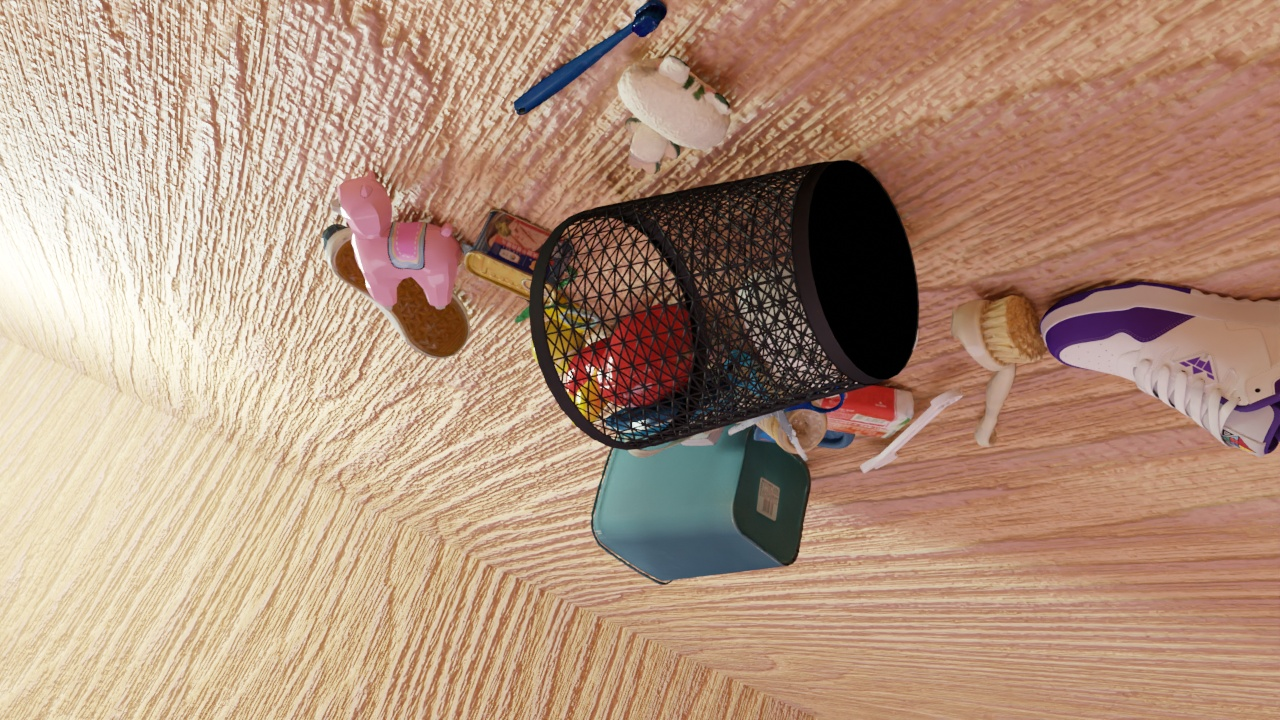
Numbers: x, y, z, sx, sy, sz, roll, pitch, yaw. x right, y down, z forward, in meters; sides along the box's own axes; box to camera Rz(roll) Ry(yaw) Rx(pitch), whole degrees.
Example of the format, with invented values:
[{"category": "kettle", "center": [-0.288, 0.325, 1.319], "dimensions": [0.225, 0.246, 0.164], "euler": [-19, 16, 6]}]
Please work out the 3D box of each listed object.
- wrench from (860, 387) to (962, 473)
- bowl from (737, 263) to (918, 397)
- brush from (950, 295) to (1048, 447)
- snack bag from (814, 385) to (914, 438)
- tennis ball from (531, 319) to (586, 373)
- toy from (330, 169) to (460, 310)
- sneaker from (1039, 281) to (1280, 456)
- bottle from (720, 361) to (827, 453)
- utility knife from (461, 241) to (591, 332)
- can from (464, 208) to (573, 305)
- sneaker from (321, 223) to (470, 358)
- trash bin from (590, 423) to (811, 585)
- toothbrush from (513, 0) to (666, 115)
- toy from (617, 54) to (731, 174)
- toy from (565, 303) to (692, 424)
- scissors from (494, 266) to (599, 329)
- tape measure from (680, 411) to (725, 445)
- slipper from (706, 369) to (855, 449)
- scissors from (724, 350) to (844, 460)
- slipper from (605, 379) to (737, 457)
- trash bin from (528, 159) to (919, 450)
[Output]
[{"category": "wrench", "center": [0.287, 0.080, 0.986], "dimensions": [0.047, 0.009, 0.274], "euler": [-22, 161, -10]}, {"category": "bowl", "center": [0.169, -0.012, 0.877], "dimensions": [0.177, 0.070, 0.177], "euler": [18, 155, 8]}, {"category": "brush", "center": [0.327, 0.022, 0.846], "dimensions": [0.077, 0.062, 0.272], "euler": [16, 160, 26]}, {"category": "snack bag", "center": [0.222, 0.050, 0.975], "dimensions": [0.116, 0.036, 0.077], "euler": [9, 157, -5]}, {"category": "tennis ball", "center": [-0.097, -0.017, 1.094], "dimensions": [0.065, 0.065, 0.065], "euler": [18, 156, 8]}, {"category": "toy", "center": [-0.261, -0.129, 0.992], "dimensions": [0.123, 0.067, 0.158], "euler": [-2, 133, 0]}, {"category": "sneaker", "center": [0.420, 0.014, 0.671], "dimensions": [0.245, 0.111, 0.092], "euler": [4, 151, 34]}, {"category": "bottle", "center": [0.131, 0.040, 0.961], "dimensions": [0.056, 0.056, 0.162], "euler": [36, -177, -28]}, {"category": "utility knife", "center": [-0.131, -0.084, 1.041], "dimensions": [0.174, 0.020, 0.029], "euler": [32, 134, -19]}, {"category": "can", "center": [-0.123, -0.105, 0.941], "dimensions": [0.100, 0.058, 0.054], "euler": [24, 156, -5]}, {"category": "sneaker", "center": [-0.296, -0.091, 1.121], "dimensions": [0.079, 0.087, 0.235], "euler": [43, 176, 43]}, {"category": "trash bin", "center": [0.089, 0.185, 1.227], "dimensions": [0.219, 0.196, 0.199], "euler": [-11, 141, 41]}, {"category": "toothbrush", "center": [-0.044, -0.221, 0.688], "dimensions": [0.016, 0.017, 0.190], "euler": [36, 152, -27]}, {"category": "toy", "center": [0.023, -0.183, 0.669], "dimensions": [0.087, 0.050, 0.112], "euler": [27, 159, -11]}, {"category": "toy", "center": [-0.006, 0.006, 1.005], "dimensions": [0.099, 0.147, 0.217], "euler": [55, 152, -4]}, {"category": "scissors", "center": [-0.100, -0.065, 1.030], "dimensions": [0.127, 0.011, 0.126], "euler": [37, 138, -21]}, {"category": "tape measure", "center": [0.078, 0.076, 1.147], "dimensions": [0.062, 0.060, 0.020], "euler": [-3, 146, 45]}, {"category": "slipper", "center": [0.143, 0.065, 1.073], "dimensions": [0.214, 0.059, 0.104], "euler": [17, 157, 15]}, {"category": "scissors", "center": [0.131, 0.041, 0.864], "dimensions": [0.133, 0.014, 0.127], "euler": [-22, 101, 32]}, {"category": "slipper", "center": [0.027, 0.071, 1.031], "dimensions": [0.060, 0.118, 0.295], "euler": [69, 165, -2]}, {"category": "trash bin", "center": [0.073, -0.047, 0.739], "dimensions": [0.244, 0.216, 0.217], "euler": [-11, 140, 41]}]
